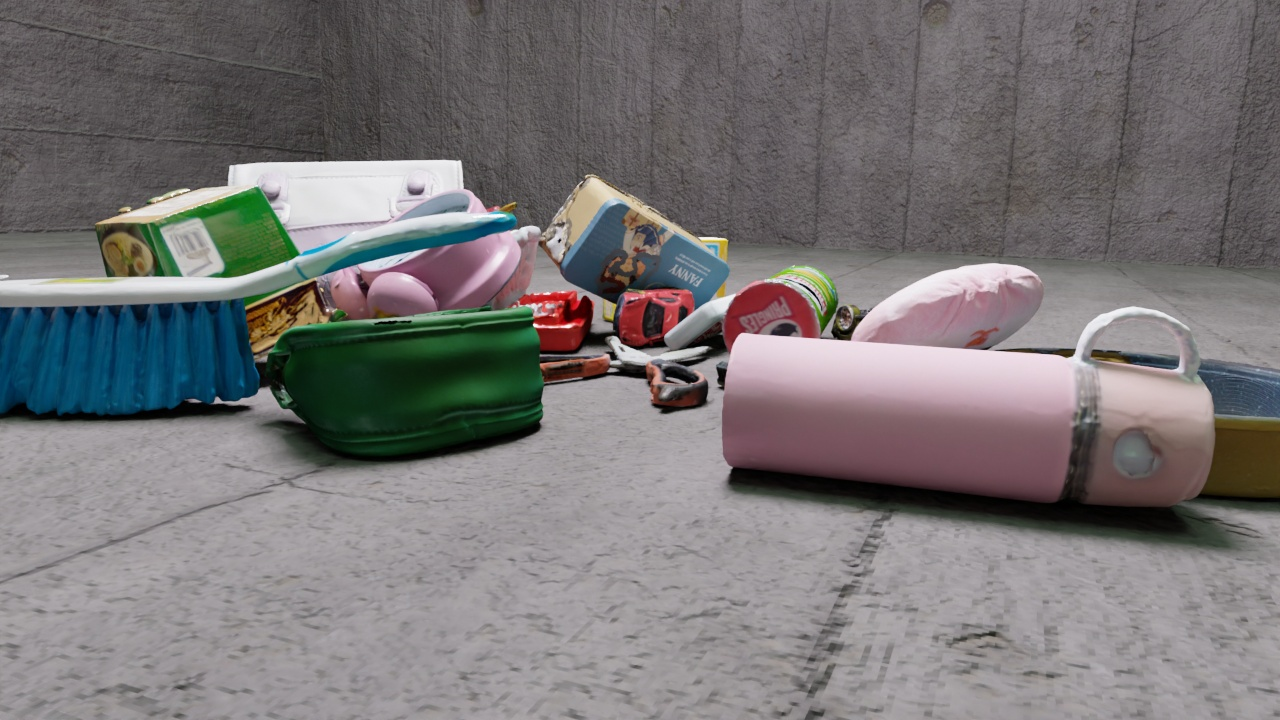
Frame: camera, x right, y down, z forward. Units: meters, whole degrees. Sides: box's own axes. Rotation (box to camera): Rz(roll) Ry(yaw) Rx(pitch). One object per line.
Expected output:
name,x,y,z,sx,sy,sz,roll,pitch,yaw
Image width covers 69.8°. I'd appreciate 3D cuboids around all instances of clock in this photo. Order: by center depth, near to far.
clock,-0.165,-0.064,0.681,0.117,0.060,0.158,14,54,46

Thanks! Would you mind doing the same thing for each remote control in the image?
remote control,0.065,-0.036,0.818,0.056,0.020,0.135,-37,-6,23

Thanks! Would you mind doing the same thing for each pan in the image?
pan,0.336,0.020,0.443,0.197,0.078,0.358,-9,14,-43

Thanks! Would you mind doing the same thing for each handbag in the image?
handbag,-0.124,0.008,0.504,0.131,0.068,0.120,-10,6,-42
handbag,-0.249,-0.099,0.791,0.197,0.144,0.099,-5,-26,-11

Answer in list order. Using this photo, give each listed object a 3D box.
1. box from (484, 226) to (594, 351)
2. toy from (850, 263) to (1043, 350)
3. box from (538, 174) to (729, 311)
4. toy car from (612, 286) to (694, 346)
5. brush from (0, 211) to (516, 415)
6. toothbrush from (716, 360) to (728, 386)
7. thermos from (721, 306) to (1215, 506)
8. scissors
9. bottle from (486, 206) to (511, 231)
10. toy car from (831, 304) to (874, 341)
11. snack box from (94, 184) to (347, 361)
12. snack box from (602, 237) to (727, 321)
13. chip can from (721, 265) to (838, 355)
box,-0.092,-0.072,0.837,0.095,0.102,0.201,1,11,1
toy,0.185,-0.017,0.603,0.121,0.054,0.160,-10,-15,-20
box,0.001,-0.093,0.846,0.184,0.090,0.061,21,23,-41
toy car,0.013,-0.038,0.807,0.031,0.049,0.106,14,13,35
brush,-0.228,-0.029,0.526,0.314,0.109,0.060,-1,10,-5
toothbrush,0.114,0.023,0.568,0.012,0.017,0.186,-30,27,-32
thermos,0.139,0.017,0.411,0.199,0.087,0.067,4,12,18
scissors,-0.005,0.004,0.662,0.189,0.015,0.222,11,14,44
bottle,-0.220,-0.109,0.963,0.175,0.057,0.057,-24,11,0
toy car,0.226,-0.023,0.773,0.070,0.042,0.158,-3,10,-25
snack box,-0.287,-0.056,0.609,0.118,0.106,0.118,6,30,37
snack box,0.027,-0.087,0.979,0.140,0.087,0.034,-5,13,-31
chip can,0.124,-0.041,0.777,0.072,0.072,0.235,4,10,15
